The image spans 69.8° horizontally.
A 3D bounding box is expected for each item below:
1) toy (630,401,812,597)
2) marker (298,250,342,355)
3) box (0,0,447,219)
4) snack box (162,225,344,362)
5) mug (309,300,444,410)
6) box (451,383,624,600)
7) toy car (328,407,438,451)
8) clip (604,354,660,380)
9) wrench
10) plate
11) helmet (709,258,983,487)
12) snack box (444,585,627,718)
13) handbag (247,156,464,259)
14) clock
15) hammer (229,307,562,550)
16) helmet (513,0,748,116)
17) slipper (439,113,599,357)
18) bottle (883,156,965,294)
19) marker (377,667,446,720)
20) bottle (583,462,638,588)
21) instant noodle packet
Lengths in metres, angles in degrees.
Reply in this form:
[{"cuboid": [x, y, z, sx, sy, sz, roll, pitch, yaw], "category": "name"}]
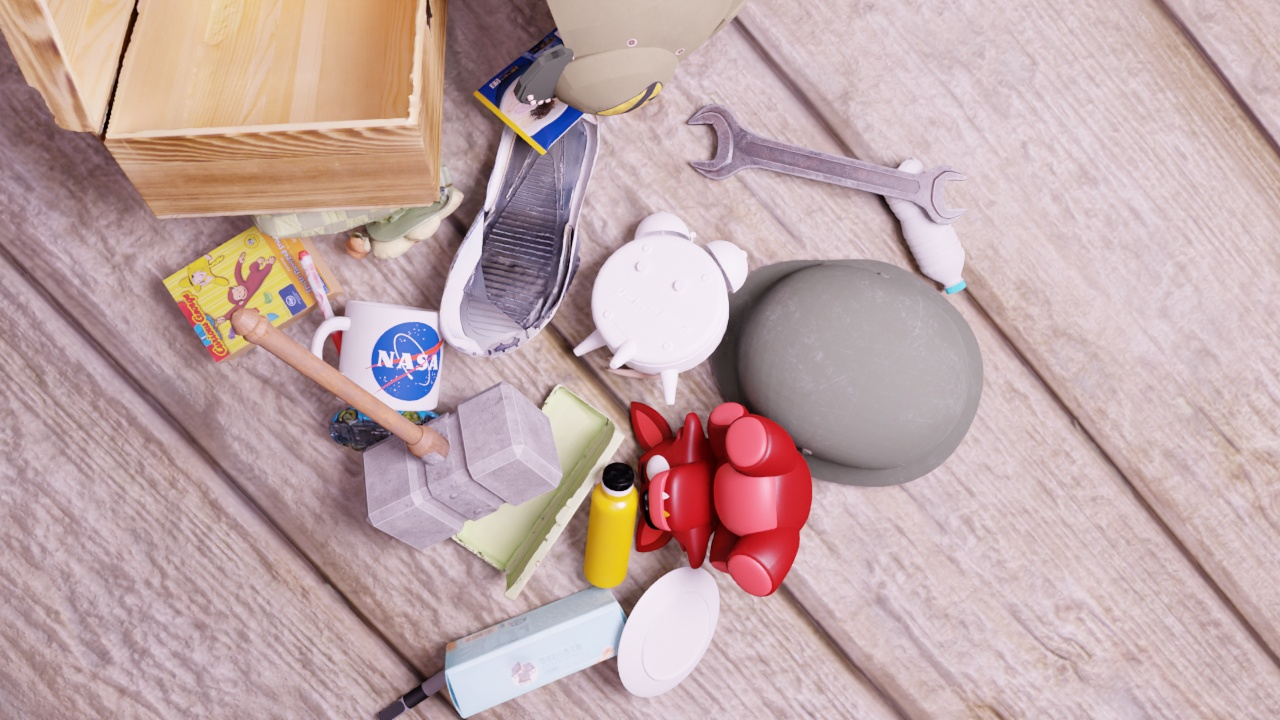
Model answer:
[{"cuboid": [0.060, 0.119, 0.841, 0.120, 0.198, 0.158, -11, 100, -45], "category": "toy"}, {"cuboid": [-0.288, -0.038, 0.851, 0.013, 0.012, 0.142, -13, 123, -2], "category": "marker"}, {"cuboid": [-0.312, -0.312, 0.659, 0.286, 0.337, 0.278, -4, 62, -1], "category": "box"}, {"cuboid": [-0.361, -0.069, 0.862, 0.126, 0.040, 0.088, -31, 95, -1], "category": "snack box"}, {"cuboid": [-0.242, -0.006, 0.840, 0.121, 0.091, 0.090, 5, 95, -39], "category": "mug"}, {"cuboid": [-0.101, 0.119, 0.874, 0.082, 0.098, 0.188, 34, 89, -6], "category": "box"}, {"cuboid": [-0.242, 0.062, 0.879, 0.105, 0.048, 0.032, -1, 50, -4], "category": "toy car"}, {"cuboid": [-0.005, 0.009, 0.899, 0.061, 0.026, 0.049, -29, 100, -8], "category": "clip"}, {"cuboid": [0.175, -0.184, 0.871, 0.273, 0.010, 0.070, 15, 98, 8], "category": "wrench"}, {"cuboid": [0.033, 0.263, 0.883, 0.134, 0.011, 0.135, -16, 115, -39], "category": "plate"}, {"cuboid": [0.188, 0.004, 0.844, 0.268, 0.153, 0.227, 24, 93, 11], "category": "helmet"}, {"cuboid": [-0.098, 0.273, 0.876, 0.174, 0.075, 0.053, -21, 94, -10], "category": "snack box"}, {"cuboid": [-0.254, -0.144, 0.825, 0.186, 0.113, 0.117, -16, 123, -13], "category": "handbag"}, {"cuboid": [0.019, -0.055, 0.851, 0.125, 0.073, 0.160, 28, 82, 14], "category": "clock"}, {"cuboid": [-0.211, 0.043, 0.746, 0.163, 0.317, 0.082, -26, 53, 11], "category": "hammer"}, {"cuboid": [-0.023, -0.332, 0.743, 0.233, 0.255, 0.250, -23, 96, 2], "category": "helmet"}, {"cuboid": [-0.107, -0.123, 0.864, 0.111, 0.063, 0.263, 15, 81, -3], "category": "slipper"}, {"cuboid": [0.278, -0.128, 0.892, 0.044, 0.044, 0.136, -28, 95, -1], "category": "bottle"}, {"cuboid": [-0.198, 0.317, 0.914, 0.140, 0.016, 0.016, -34, 95, 0], "category": "marker"}, {"cuboid": [-0.027, 0.154, 0.859, 0.043, 0.043, 0.144, 5, 131, -4], "category": "bottle"}, {"cuboid": [-0.077, -0.259, 0.853, 0.087, 0.026, 0.134, 42, 71, 6], "category": "instant noodle packet"}]
